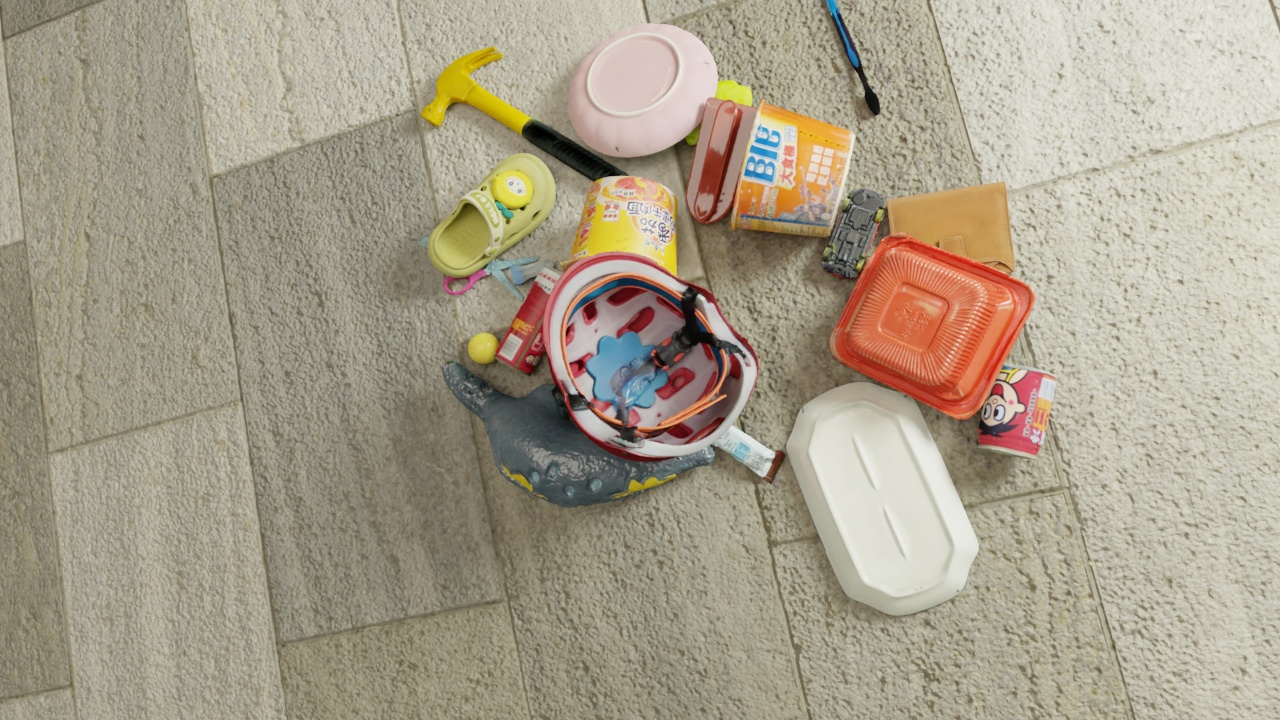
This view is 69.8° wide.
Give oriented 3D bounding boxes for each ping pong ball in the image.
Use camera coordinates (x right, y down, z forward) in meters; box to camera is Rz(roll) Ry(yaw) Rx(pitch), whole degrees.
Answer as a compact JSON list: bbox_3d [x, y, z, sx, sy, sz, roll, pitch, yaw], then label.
[{"bbox_3d":[-0.199,-0.015,1.164,0.040,0.040,0.040,-2,83,14],"label":"ping pong ball"}]

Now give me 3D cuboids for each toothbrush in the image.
[{"bbox_3d":[0.252,-0.377,1.104,0.014,0.016,0.189,-24,76,20],"label":"toothbrush"}]

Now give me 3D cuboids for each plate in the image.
[{"bbox_3d":[-0.003,-0.340,1.125,0.193,0.039,0.192,-6,67,15],"label":"plate"},{"bbox_3d":[0.268,0.153,1.029,0.162,0.034,0.265,-22,79,11],"label":"plate"}]

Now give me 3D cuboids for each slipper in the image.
[{"bbox_3d":[-0.187,-0.177,1.144,0.190,0.081,0.091,-41,97,4],"label":"slipper"}]

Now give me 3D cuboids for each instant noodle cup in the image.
[{"bbox_3d":[-0.016,-0.147,1.088,0.138,0.138,0.109,3,76,15],"label":"instant noodle cup"},{"bbox_3d":[0.174,-0.210,1.040,0.111,0.151,0.151,14,87,7],"label":"instant noodle cup"},{"bbox_3d":[0.304,-0.044,0.994,0.189,0.079,0.164,29,101,32],"label":"instant noodle cup"}]

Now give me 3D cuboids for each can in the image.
[{"bbox_3d":[0.404,0.055,0.988,0.066,0.066,0.093,12,87,15],"label":"can"},{"bbox_3d":[-0.128,-0.050,1.143,0.053,0.053,0.133,29,91,15],"label":"can"}]

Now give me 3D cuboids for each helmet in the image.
[{"bbox_3d":[-0.006,0.006,1.023,0.206,0.144,0.240,-39,85,-19],"label":"helmet"}]

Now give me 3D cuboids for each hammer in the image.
[{"bbox_3d":[-0.143,-0.301,1.186,0.301,0.033,0.129,34,94,15],"label":"hammer"}]

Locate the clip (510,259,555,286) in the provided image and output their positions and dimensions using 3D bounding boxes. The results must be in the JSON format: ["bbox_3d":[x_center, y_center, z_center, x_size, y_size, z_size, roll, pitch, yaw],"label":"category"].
[{"bbox_3d":[-0.136,-0.114,1.166,0.058,0.043,0.027,-18,83,-4],"label":"clip"}]

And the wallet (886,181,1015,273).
[{"bbox_3d":[0.352,-0.135,1.042,0.131,0.035,0.119,-7,79,17],"label":"wallet"}]

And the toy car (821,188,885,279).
[{"bbox_3d":[0.249,-0.147,1.067,0.049,0.031,0.106,21,93,15],"label":"toy car"}]

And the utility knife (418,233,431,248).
[{"bbox_3d":[-0.203,-0.192,1.189,0.190,0.020,0.031,-27,78,-2],"label":"utility knife"}]

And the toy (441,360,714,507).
[{"bbox_3d":[-0.096,0.101,1.101,0.356,0.091,0.137,20,78,13],"label":"toy"}]

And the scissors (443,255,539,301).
[{"bbox_3d":[-0.196,-0.128,1.190,0.133,0.017,0.130,-12,79,9],"label":"scissors"}]

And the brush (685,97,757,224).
[{"bbox_3d":[0.091,-0.233,1.085,0.063,0.069,0.146,16,102,10],"label":"brush"}]

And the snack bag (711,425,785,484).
[{"bbox_3d":[0.119,0.100,1.077,0.104,0.026,0.048,29,114,15],"label":"snack bag"}]

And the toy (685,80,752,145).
[{"bbox_3d":[0.090,-0.308,1.127,0.100,0.031,0.096,-42,77,10],"label":"toy"}]
